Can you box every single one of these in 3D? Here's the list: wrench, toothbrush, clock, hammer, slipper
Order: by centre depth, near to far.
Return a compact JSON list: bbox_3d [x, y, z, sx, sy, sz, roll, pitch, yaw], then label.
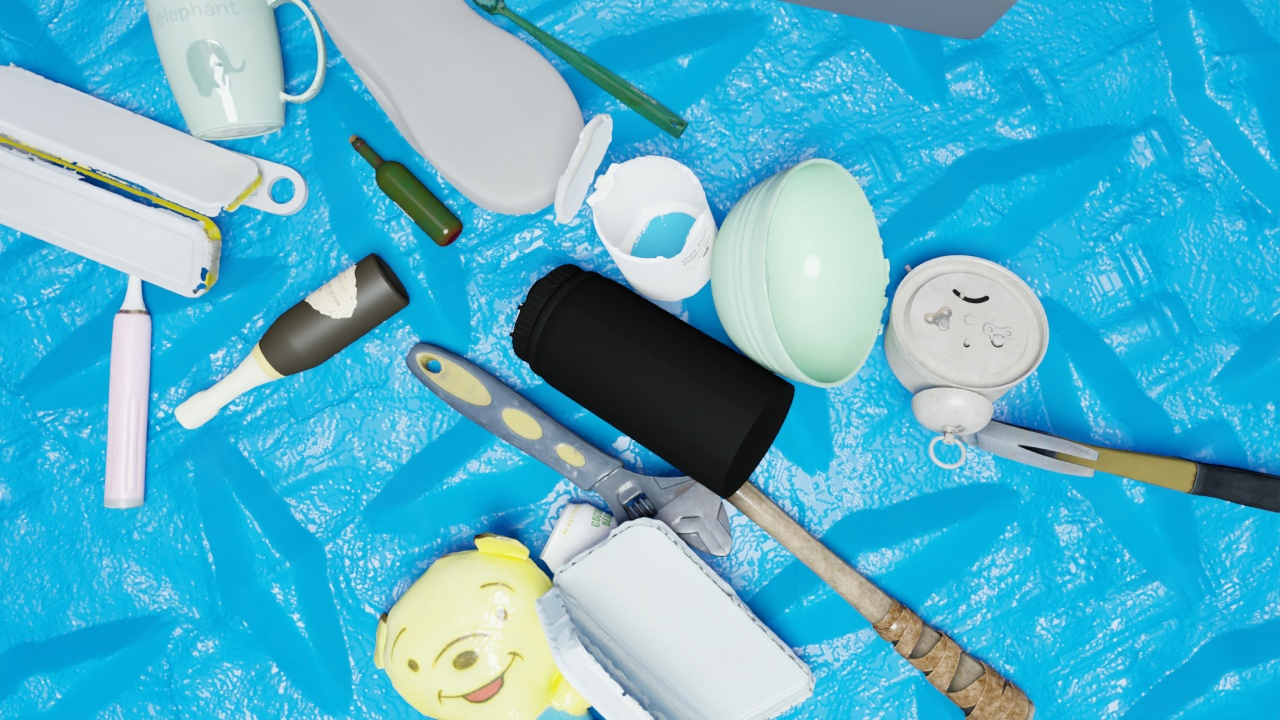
[{"bbox_3d":[0.396,0.083,0.631,0.333,0.118,0.025,11,94,-4],"label":"hammer"},{"bbox_3d":[0.216,0.004,0.633,0.103,0.061,0.156,13,64,6],"label":"clock"},{"bbox_3d":[-0.055,0.061,0.641,0.273,0.022,0.073,31,83,15],"label":"wrench"},{"bbox_3d":[-0.140,-0.193,0.657,0.112,0.081,0.266,-39,74,-20],"label":"slipper"},{"bbox_3d":[0.153,0.161,0.660,0.319,0.049,0.121,40,88,-1],"label":"hammer"},{"bbox_3d":[-0.376,-0.003,0.676,0.026,0.027,0.222,2,89,-14],"label":"toothbrush"},{"bbox_3d":[-0.046,-0.223,0.676,0.190,0.017,0.016,34,90,1],"label":"toothbrush"},{"bbox_3d":[-0.383,-0.149,0.682,0.273,0.018,0.086,17,90,0],"label":"wrench"}]

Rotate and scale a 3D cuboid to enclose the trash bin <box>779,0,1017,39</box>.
[{"bbox_3d":[0.183,-0.361,0.635,0.192,0.097,0.220,12,91,1],"label":"trash bin"}]

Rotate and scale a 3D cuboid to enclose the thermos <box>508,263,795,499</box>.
[{"bbox_3d":[-0.004,0.004,0.621,0.199,0.086,0.086,32,90,20],"label":"thermos"}]

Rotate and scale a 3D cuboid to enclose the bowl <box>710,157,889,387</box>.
[{"bbox_3d":[0.099,-0.057,0.627,0.077,0.150,0.151,1,89,43],"label":"bowl"}]

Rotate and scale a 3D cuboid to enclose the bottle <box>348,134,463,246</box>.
[{"bbox_3d":[-0.174,-0.127,0.674,0.106,0.025,0.025,44,90,1],"label":"bottle"}]

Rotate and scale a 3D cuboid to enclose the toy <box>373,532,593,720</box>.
[{"bbox_3d":[-0.098,0.233,0.643,0.149,0.084,0.214,-28,87,-1],"label":"toy"}]

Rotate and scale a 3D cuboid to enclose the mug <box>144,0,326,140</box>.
[{"bbox_3d":[-0.280,-0.216,0.649,0.111,0.084,0.104,-11,99,-5],"label":"mug"}]

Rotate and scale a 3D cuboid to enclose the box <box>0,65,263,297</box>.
[{"bbox_3d":[-0.385,-0.130,0.647,0.210,0.057,0.117,21,84,0],"label":"box"}]

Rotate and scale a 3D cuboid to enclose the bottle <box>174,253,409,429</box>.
[{"bbox_3d":[-0.256,-0.008,0.664,0.184,0.045,0.045,-34,89,1],"label":"bottle"}]

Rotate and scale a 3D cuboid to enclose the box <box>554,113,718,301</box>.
[{"bbox_3d":[0.001,-0.095,0.604,0.092,0.166,0.083,34,86,14],"label":"box"}]

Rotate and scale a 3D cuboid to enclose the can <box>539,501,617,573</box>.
[{"bbox_3d":[-0.017,0.144,0.655,0.101,0.055,0.055,27,90,1],"label":"can"}]

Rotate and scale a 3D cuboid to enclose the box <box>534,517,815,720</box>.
[{"bbox_3d":[0.039,0.196,0.605,0.127,0.106,0.215,-41,114,-7],"label":"box"}]
